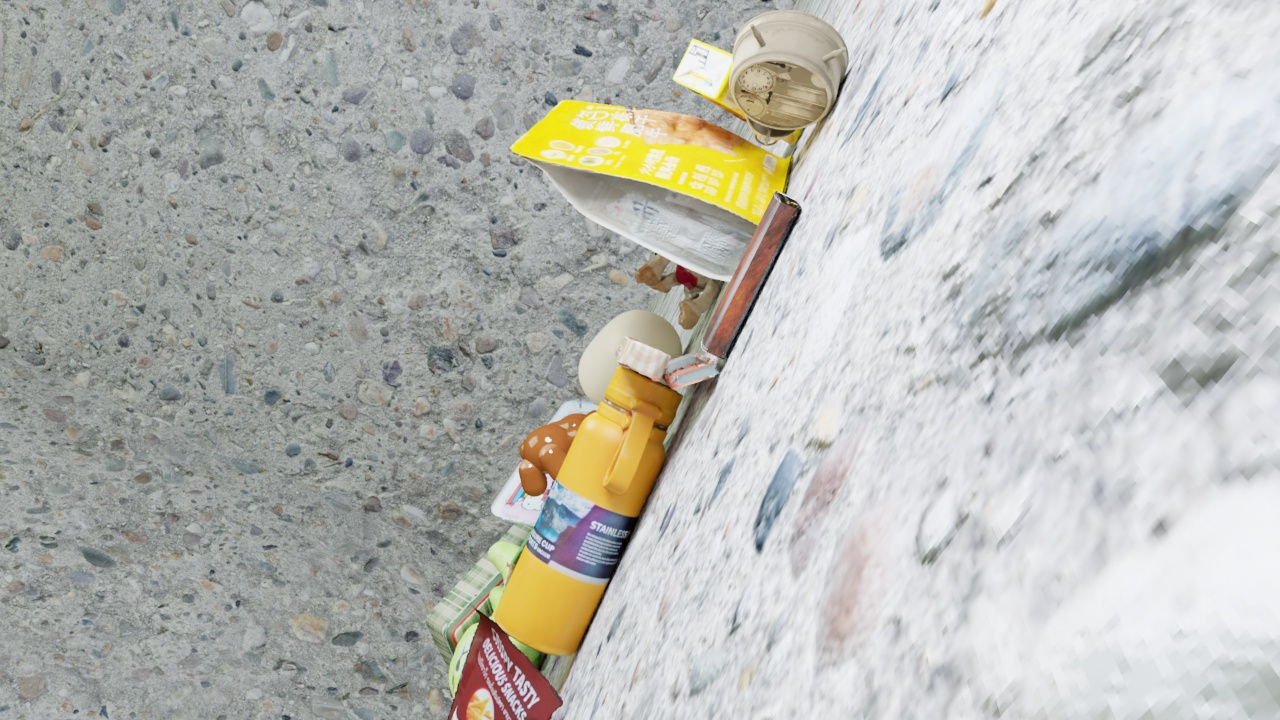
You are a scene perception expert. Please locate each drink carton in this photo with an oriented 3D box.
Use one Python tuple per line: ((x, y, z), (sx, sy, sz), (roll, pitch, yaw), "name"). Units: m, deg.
((0.096, -0.242, 0.833), (0.134, 0.058, 0.043), (11, -70, -50), "drink carton")

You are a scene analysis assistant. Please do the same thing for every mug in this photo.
((-0.006, 0.006, 1.005), (0.100, 0.096, 0.120), (-48, 28, 43), "mug")

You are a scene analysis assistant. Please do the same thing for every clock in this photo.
((0.113, -0.217, 0.747), (0.141, 0.093, 0.054), (100, -174, -65), "clock")

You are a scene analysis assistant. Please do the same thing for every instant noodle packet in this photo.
((0.011, -0.164, 0.805), (0.162, 0.221, 0.084), (-67, -1, -55), "instant noodle packet")

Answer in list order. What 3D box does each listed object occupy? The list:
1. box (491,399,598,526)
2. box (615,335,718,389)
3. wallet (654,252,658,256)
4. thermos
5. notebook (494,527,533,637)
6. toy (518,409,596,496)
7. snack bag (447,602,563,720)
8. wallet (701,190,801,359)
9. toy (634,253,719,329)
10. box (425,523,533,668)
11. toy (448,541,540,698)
((-0.075, 0.113, 1.077), (0.147, 0.077, 0.201), (-27, 22, 47), "box")
((0.018, 0.002, 0.744), (0.187, 0.082, 0.041), (-130, 63, -85), "box")
((0.066, -0.156, 1.062), (0.114, 0.026, 0.089), (-4, -73, -53), "wallet")
((-0.035, 0.123, 0.750), (0.091, 0.076, 0.232), (26, 92, 52), "thermos")
((-0.082, 0.165, 0.917), (0.251, 0.010, 0.182), (-56, -11, -49), "notebook")
((-0.077, 0.090, 0.970), (0.095, 0.065, 0.127), (-17, 7, 32), "toy")
((-0.132, 0.313, 0.722), (0.139, 0.066, 0.208), (35, 112, 54), "snack bag")
((0.081, -0.064, 0.681), (0.072, 0.019, 0.123), (-74, 9, -74), "wallet")
((0.061, -0.093, 0.953), (0.106, 0.085, 0.074), (-45, -16, 9), "toy")
((-0.171, 0.293, 1.153), (0.204, 0.051, 0.118), (-43, -41, -36), "box")
((-0.149, 0.315, 1.023), (0.150, 0.107, 0.197), (33, 109, 64), "toy")
